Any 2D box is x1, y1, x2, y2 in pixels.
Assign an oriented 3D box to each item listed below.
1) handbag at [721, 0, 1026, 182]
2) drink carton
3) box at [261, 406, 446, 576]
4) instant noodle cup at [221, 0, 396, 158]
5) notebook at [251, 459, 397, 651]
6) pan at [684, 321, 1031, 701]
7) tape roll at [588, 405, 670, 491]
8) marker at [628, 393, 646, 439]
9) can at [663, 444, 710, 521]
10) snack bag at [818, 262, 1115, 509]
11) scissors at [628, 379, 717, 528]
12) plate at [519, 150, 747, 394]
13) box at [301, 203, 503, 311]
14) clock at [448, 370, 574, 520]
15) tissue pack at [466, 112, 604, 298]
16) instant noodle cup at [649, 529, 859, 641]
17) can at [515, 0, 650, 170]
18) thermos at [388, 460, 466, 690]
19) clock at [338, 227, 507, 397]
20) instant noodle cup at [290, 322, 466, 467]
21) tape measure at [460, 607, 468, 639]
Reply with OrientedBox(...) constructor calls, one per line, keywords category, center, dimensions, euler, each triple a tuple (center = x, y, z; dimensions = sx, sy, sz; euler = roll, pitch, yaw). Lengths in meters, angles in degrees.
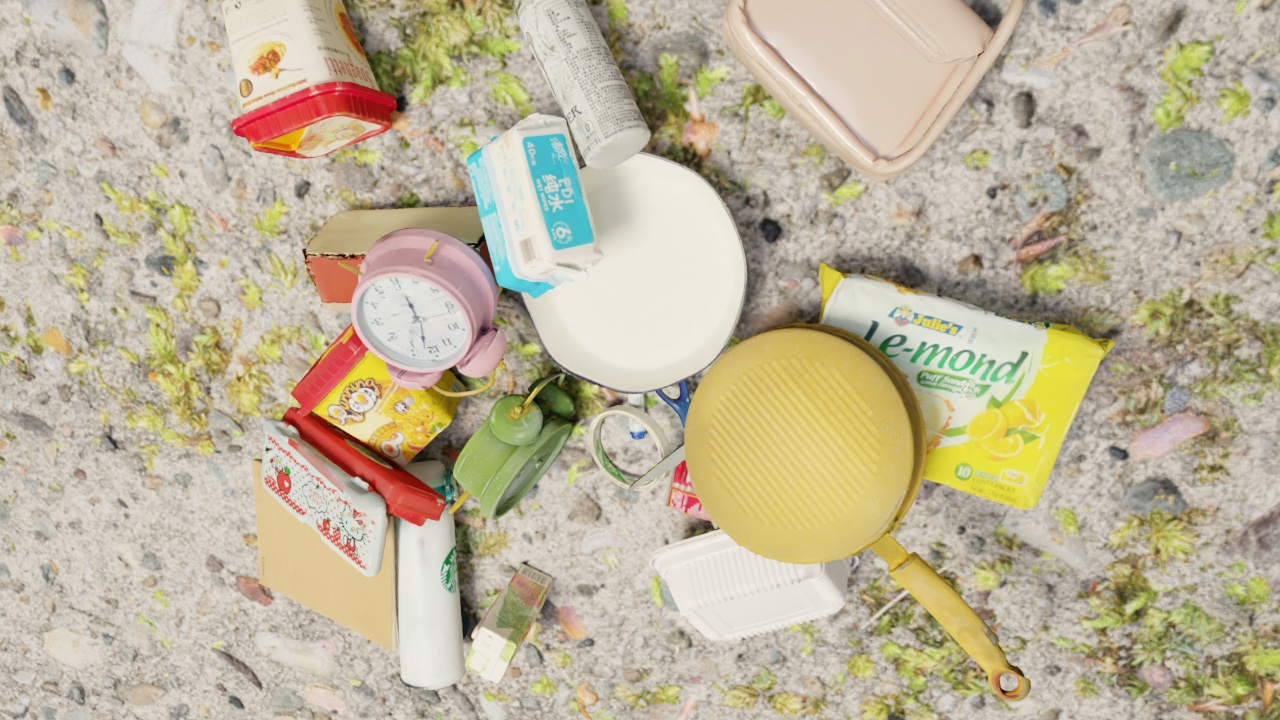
OrientedBox(category="handbag", center=(0.199, -0.277, 0.699), dimensions=(0.193, 0.093, 0.234), euler=(42, 103, -4))
OrientedBox(category="drink carton", center=(-0.131, 0.257, 0.911), dimensions=(0.045, 0.122, 0.054), euler=(27, 111, 3))
OrientedBox(category="box", center=(-0.286, 0.123, 0.860), dimensions=(0.201, 0.095, 0.098), euler=(25, 83, 36))
OrientedBox(category="instant noodle cup", center=(-0.290, -0.250, 0.788), dimensions=(0.117, 0.116, 0.124), euler=(-16, 92, 16))
OrientedBox(category="notebook", center=(-0.330, 0.197, 0.950), dimensions=(0.212, 0.012, 0.150), euler=(14, 110, 30))
OrientedBox(category="pan", center=(0.183, 0.129, 0.742), dimensions=(0.198, 0.078, 0.357), euler=(-44, 72, 21))
OrientedBox(category="tape roll", center=(-0.011, 0.084, 0.871), dimensions=(0.086, 0.013, 0.086), euler=(15, 120, 27))
OrientedBox(category="marker", center=(-0.005, 0.005, 0.859), dimensions=(0.017, 0.016, 0.146), euler=(1, 108, 11))
OrientedBox(category="can", center=(0.073, 0.117, 0.853), dimensions=(0.094, 0.066, 0.067), euler=(12, 110, 7))
OrientedBox(category="snack bag", center=(0.252, 0.020, 0.785), dimensions=(0.246, 0.068, 0.158), euler=(17, 110, 7))
OrientedBox(category="scissors", center=(0.060, 0.064, 0.828), dimensions=(0.162, 0.012, 0.173), euler=(-11, 72, -9))
OrientedBox(category="plate", center=(-0.005, -0.076, 0.801), dimensions=(0.205, 0.045, 0.205), euler=(3, 99, 17))
OrientedBox(category="box", center=(-0.207, -0.100, 0.820), dimensions=(0.168, 0.091, 0.077), euler=(-1, 127, 11))
OrientedBox(category="clock", center=(-0.113, 0.074, 0.853), dimensions=(0.056, 0.116, 0.161), euler=(37, 114, 9))
OrientedBox(category="tissue pack", center=(-0.086, -0.125, 0.749), dimensions=(0.090, 0.063, 0.140), euler=(-12, 94, 52))
OrientedBox(category="instant noodle cup", center=(0.109, 0.206, 0.846), dimensions=(0.174, 0.060, 0.138), euler=(-19, 138, 18))
OrientedBox(category="can", center=(-0.047, -0.231, 0.745), dimensions=(0.058, 0.058, 0.146), euler=(-28, 82, 18))
OrientedBox(category="thermos", center=(-0.215, 0.214, 0.930), dimensions=(0.073, 0.073, 0.224), euler=(-1, 98, 11))
OrientedBox(category="clock", center=(-0.175, -0.031, 0.771), dimensions=(0.117, 0.059, 0.158), euler=(-11, 127, 16))
OrientedBox(category="instant noodle cup", center=(-0.241, 0.025, 0.869), dimensions=(0.116, 0.115, 0.123), euler=(-41, 108, 20))
OrientedBox(category="tape measure", center=(-0.213, 0.286, 0.988), dimensions=(0.054, 0.025, 0.058), euler=(26, 101, 0))
